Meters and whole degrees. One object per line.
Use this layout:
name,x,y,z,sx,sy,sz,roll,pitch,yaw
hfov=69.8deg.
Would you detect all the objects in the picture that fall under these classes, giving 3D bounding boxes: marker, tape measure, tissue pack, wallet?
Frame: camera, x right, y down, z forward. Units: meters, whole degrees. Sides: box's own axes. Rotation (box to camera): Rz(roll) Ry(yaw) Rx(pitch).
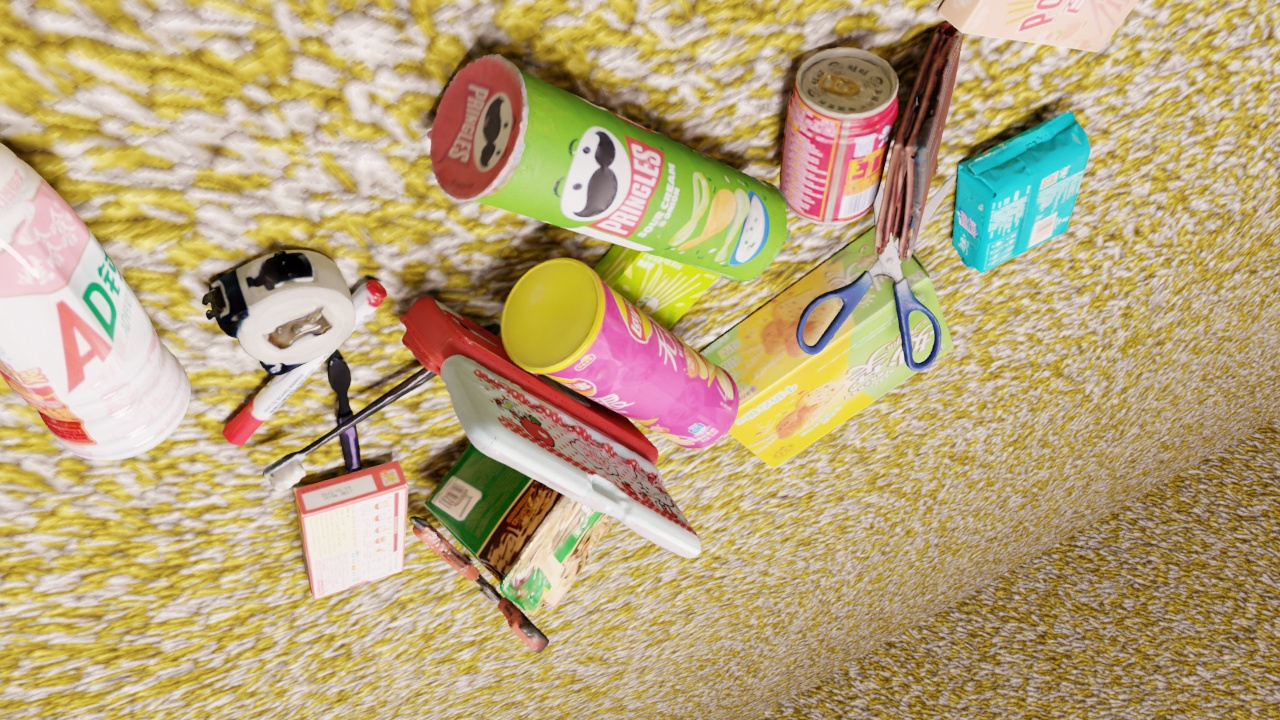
marker,-0.205,0.003,0.557,0.145,0.017,0.017,-41,148,18
tape measure,-0.193,-0.028,0.505,0.066,0.033,0.066,-28,151,-3
tissue pack,0.310,-0.137,0.758,0.093,0.050,0.133,-27,149,-2
wallet,0.181,-0.142,0.598,0.101,0.032,0.124,82,27,-55

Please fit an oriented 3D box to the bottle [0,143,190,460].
bottle,-0.269,-0.033,0.406,0.068,0.068,0.197,-21,144,-16

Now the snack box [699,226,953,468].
snack box,0.161,-0.004,0.807,0.210,0.070,0.157,-35,149,10

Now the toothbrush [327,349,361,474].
toothbrush,-0.203,0.049,0.636,0.014,0.016,0.189,-14,149,-21

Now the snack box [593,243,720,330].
snack box,-0.020,-0.027,0.662,0.085,0.026,0.157,12,130,-48

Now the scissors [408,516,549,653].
scissors,-0.127,0.195,0.775,0.015,0.189,0.225,-47,141,-14

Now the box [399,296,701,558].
box,-0.051,0.042,0.575,0.201,0.158,0.039,35,94,-41

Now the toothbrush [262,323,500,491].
toothbrush,-0.167,0.028,0.607,0.181,0.018,0.016,-36,156,-9

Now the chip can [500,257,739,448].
chip can,-0.004,0.004,0.623,0.071,0.071,0.210,-38,148,13

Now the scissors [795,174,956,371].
scissors,0.186,-0.062,0.702,0.174,0.012,0.162,-35,105,9

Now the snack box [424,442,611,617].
snack box,-0.097,0.117,0.712,0.118,0.106,0.118,-55,155,-19

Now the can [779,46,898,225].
can,0.124,-0.140,0.577,0.066,0.066,0.094,-24,149,-11

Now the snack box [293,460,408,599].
snack box,-0.225,0.136,0.719,0.077,0.027,0.156,-14,149,-25

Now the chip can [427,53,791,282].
chip can,-0.005,-0.099,0.525,0.235,0.072,0.072,10,131,-49

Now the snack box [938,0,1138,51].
snack box,0.270,-0.246,0.587,0.157,0.026,0.085,-8,143,-33

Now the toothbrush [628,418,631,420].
toothbrush,-0.029,0.048,0.780,0.179,0.016,0.016,-9,141,-28
